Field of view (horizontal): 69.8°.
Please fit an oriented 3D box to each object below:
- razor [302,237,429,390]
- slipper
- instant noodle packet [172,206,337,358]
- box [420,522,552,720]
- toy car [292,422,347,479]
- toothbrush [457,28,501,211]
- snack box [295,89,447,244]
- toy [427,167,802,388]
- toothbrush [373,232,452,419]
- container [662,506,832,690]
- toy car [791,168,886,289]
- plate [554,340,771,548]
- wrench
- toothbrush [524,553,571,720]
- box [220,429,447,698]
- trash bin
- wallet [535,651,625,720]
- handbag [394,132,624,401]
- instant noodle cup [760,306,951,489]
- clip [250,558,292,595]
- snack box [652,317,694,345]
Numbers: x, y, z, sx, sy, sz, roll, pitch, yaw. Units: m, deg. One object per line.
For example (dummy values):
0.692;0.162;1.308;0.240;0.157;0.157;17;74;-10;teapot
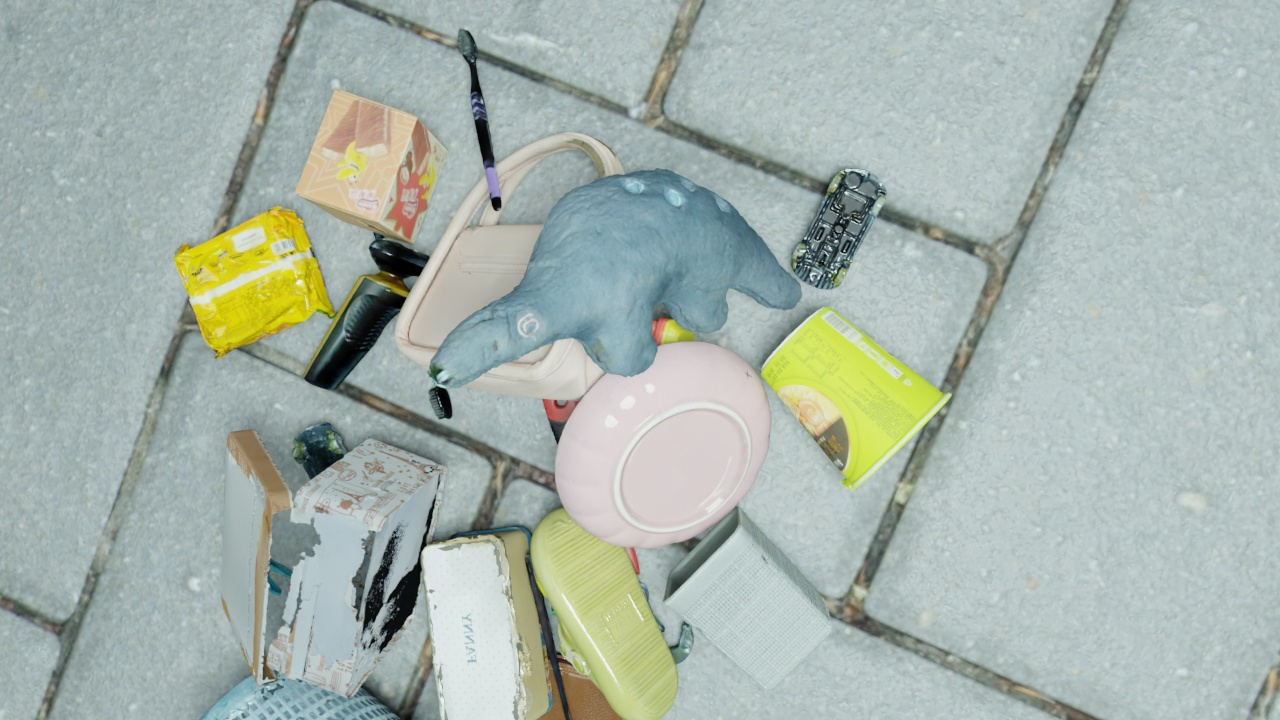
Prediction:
-0.249;-0.039;0.819;0.168;0.062;0.067;-51;49;19;razor
-0.043;0.219;0.774;0.082;0.091;0.190;-37;79;36;slipper
-0.351;-0.072;0.840;0.128;0.044;0.111;-19;96;11;instant noodle packet
-0.135;0.228;0.799;0.090;0.061;0.184;-8;83;19;box
-0.281;0.100;0.840;0.043;0.034;0.090;-24;102;2;toy car
-0.139;-0.212;0.792;0.014;0.017;0.188;-17;70;10;toothbrush
-0.228;-0.163;0.791;0.077;0.093;0.094;20;87;6;snack box
-0.001;-0.067;0.666;0.092;0.355;0.138;7;109;47;toy
-0.210;-0.034;0.838;0.016;0.014;0.189;-23;87;33;toothbrush
0.092;0.199;0.766;0.114;0.090;0.090;44;97;2;container
0.167;-0.111;0.775;0.049;0.031;0.105;28;96;5;toy car
0.028;0.078;0.738;0.192;0.039;0.193;-12;121;-20;plate
-0.027;0.144;0.815;0.056;0.016;0.273;-24;88;10;wrench
-0.073;0.254;0.794;0.018;0.015;0.181;-15;91;9;toothbrush
-0.287;0.161;0.769;0.178;0.152;0.183;19;109;9;box
-0.271;0.363;0.766;0.195;0.226;0.226;39;96;20;trash bin
-0.056;0.328;0.819;0.101;0.032;0.124;10;92;10;wallet
-0.089;-0.086;0.767;0.194;0.093;0.234;6;77;34;handbag
0.167;0.024;0.748;0.112;0.111;0.123;-46;77;6;instant noodle cup
-0.355;0.196;0.863;0.056;0.014;0.040;34;95;6;clip
-0.005;0.005;0.779;0.080;0.082;0.091;13;92;17;snack box
